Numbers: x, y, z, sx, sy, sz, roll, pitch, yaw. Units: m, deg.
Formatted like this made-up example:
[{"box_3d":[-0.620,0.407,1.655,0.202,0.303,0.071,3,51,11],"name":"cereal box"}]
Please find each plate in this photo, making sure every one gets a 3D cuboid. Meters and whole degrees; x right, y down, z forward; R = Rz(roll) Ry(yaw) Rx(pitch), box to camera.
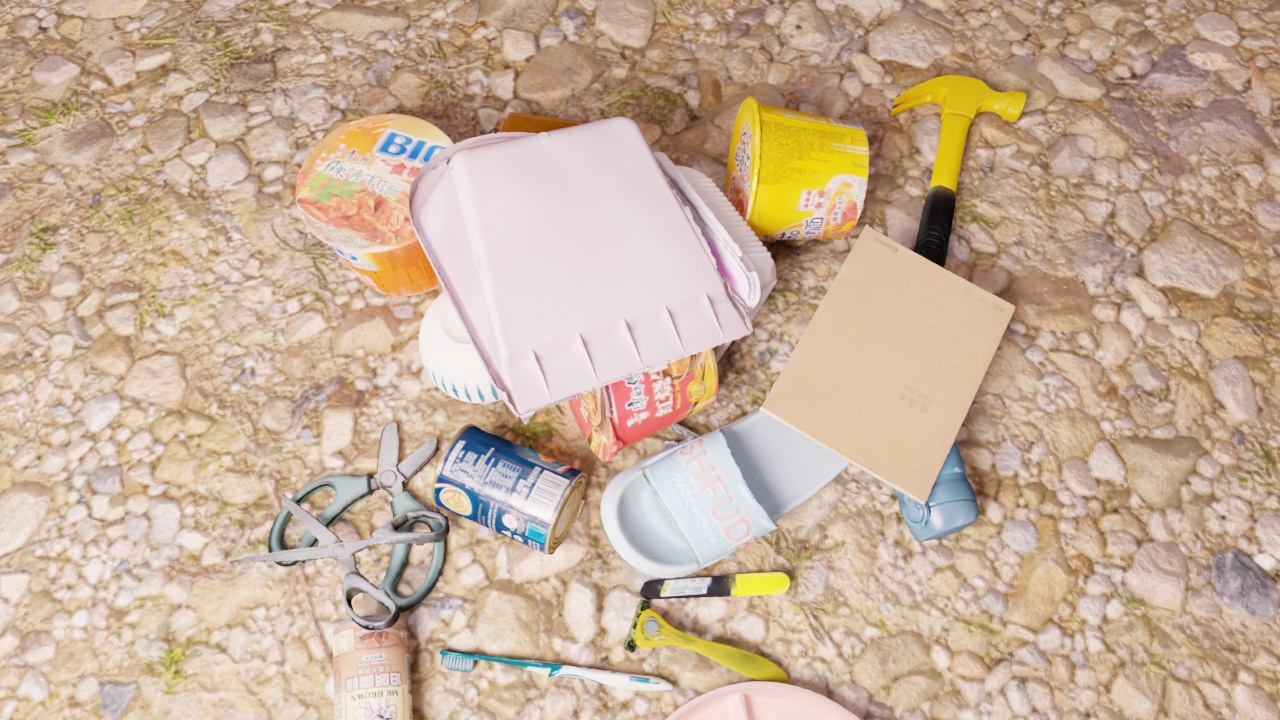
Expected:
[{"box_3d":[0.094,0.358,0.674,0.229,0.028,0.229,-1,64,2],"name":"plate"}]

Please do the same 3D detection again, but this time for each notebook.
[{"box_3d":[0.213,-0.004,0.773,0.149,0.012,0.211,30,66,8],"name":"notebook"}]

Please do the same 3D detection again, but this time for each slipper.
[{"box_3d":[0.086,0.098,0.755,0.245,0.074,0.104,-28,93,-13],"name":"slipper"}]

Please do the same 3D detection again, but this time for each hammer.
[{"box_3d":[0.295,-0.162,0.902,0.129,0.033,0.300,14,66,9],"name":"hammer"}]

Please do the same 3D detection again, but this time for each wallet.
[{"box_3d":[-0.114,-0.193,0.930,0.119,0.035,0.130,7,64,5],"name":"wallet"}]

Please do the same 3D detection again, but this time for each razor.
[{"box_3d":[0.055,0.233,0.735,0.132,0.028,0.043,18,64,8],"name":"razor"}]

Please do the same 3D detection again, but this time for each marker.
[{"box_3d":[0.061,0.188,0.761,0.124,0.015,0.018,-4,64,4],"name":"marker"}]

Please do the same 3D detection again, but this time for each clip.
[{"box_3d":[0.048,0.076,0.808,0.056,0.024,0.027,19,64,15],"name":"clip"}]

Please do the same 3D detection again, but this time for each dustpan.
[{"box_3d":[-0.066,-0.092,0.768,0.222,0.139,0.273,-16,84,-27],"name":"dustpan"}]

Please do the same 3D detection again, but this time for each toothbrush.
[{"box_3d":[-0.069,0.251,0.736,0.192,0.016,0.018,6,76,5],"name":"toothbrush"}]

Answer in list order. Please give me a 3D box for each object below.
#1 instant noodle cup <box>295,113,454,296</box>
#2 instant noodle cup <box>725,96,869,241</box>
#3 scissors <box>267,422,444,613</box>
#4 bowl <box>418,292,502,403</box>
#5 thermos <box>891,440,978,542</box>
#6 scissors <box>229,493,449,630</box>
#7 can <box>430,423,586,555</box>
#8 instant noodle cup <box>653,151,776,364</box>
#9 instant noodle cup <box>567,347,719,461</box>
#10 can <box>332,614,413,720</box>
[{"box_3d":[-0.232,-0.138,0.867,0.151,0.111,0.151,-1,65,2],"name":"instant noodle cup"},{"box_3d":[0.145,-0.173,0.864,0.110,0.138,0.137,4,65,-6],"name":"instant noodle cup"},{"box_3d":[-0.246,0.137,0.794,0.181,0.019,0.170,-7,67,0],"name":"scissors"},{"box_3d":[-0.148,-0.026,0.838,0.116,0.066,0.116,-1,65,2],"name":"bowl"},{"box_3d":[0.227,0.045,0.791,0.070,0.070,0.220,-12,65,-3],"name":"thermos"},{"box_3d":[-0.241,0.153,0.751,0.159,0.014,0.181,-27,49,-29],"name":"scissors"},{"box_3d":[-0.108,0.108,0.770,0.111,0.075,0.075,22,68,11],"name":"can"},{"box_3d":[0.053,-0.093,0.834,0.060,0.138,0.173,-21,65,-33],"name":"instant noodle cup"},{"box_3d":[-0.005,0.005,0.789,0.108,0.138,0.137,-19,66,-16],"name":"instant noodle cup"},{"box_3d":[-0.207,0.261,0.712,0.058,0.059,0.116,-9,65,-2],"name":"can"}]
